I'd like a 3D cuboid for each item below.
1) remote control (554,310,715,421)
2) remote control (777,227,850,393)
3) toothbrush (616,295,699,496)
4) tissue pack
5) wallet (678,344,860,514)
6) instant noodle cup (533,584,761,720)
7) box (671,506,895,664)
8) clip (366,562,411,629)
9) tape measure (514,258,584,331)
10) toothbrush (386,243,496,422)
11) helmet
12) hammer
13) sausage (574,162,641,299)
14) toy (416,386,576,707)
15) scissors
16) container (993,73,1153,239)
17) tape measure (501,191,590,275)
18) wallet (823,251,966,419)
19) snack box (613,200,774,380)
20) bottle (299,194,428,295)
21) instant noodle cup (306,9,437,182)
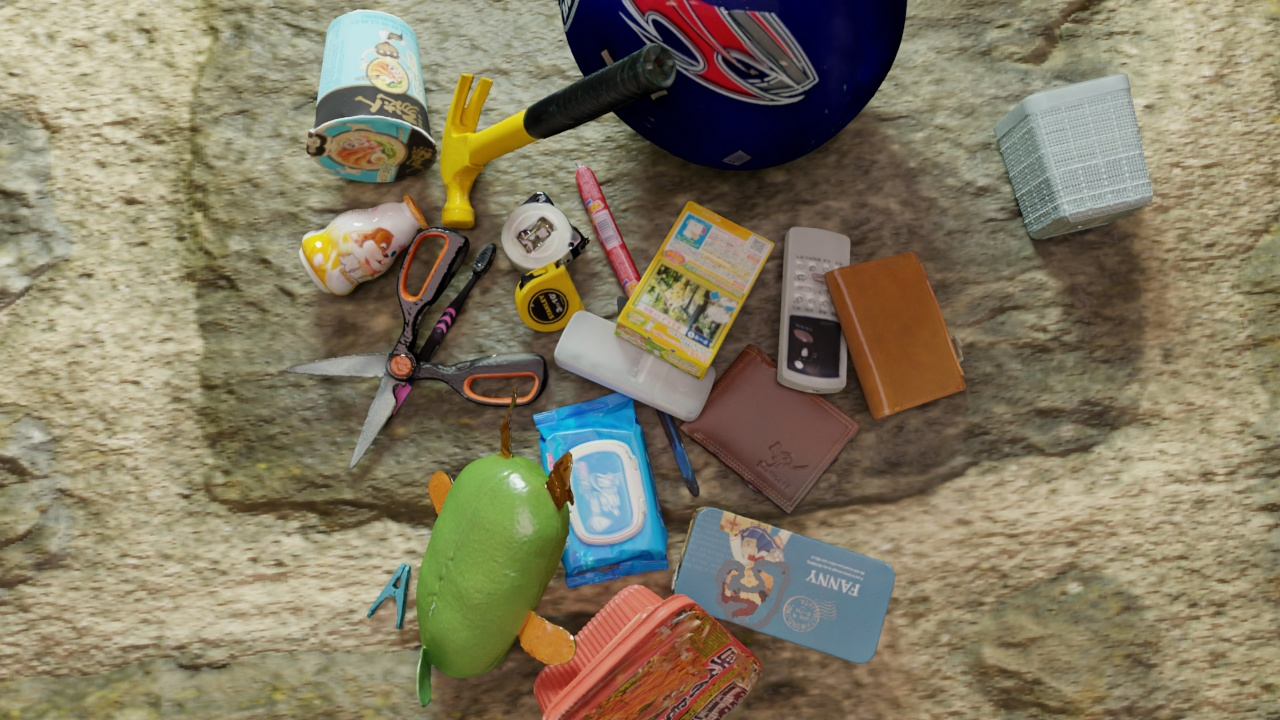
[{"bbox_3d":[-0.005,0.005,0.787,0.136,0.020,0.055,23,63,3],"label":"remote control"},{"bbox_3d":[0.151,-0.045,0.793,0.058,0.021,0.149,8,69,-7],"label":"remote control"},{"bbox_3d":[0.015,0.031,0.810,0.014,0.016,0.189,-20,85,-11],"label":"toothbrush"},{"bbox_3d":[-0.033,0.108,0.778,0.095,0.052,0.157,-12,82,-1],"label":"tissue pack"},{"bbox_3d":[0.111,0.059,0.793,0.124,0.032,0.101,38,87,7],"label":"wallet"},{"bbox_3d":[-0.004,0.253,0.714,0.164,0.189,0.079,-43,47,-6],"label":"instant noodle cup"},{"bbox_3d":[0.121,0.185,0.760,0.184,0.061,0.089,15,83,5],"label":"box"},{"bbox_3d":[-0.211,0.201,0.789,0.034,0.013,0.054,17,82,3],"label":"clip"},{"bbox_3d":[-0.082,-0.055,0.804,0.057,0.029,0.060,-25,126,-1],"label":"tape measure"},{"bbox_3d":[-0.180,-0.025,0.819,0.014,0.018,0.189,31,85,-1],"label":"toothbrush"},{"bbox_3d":[0.051,-0.296,0.729,0.315,0.248,0.239,41,67,-2],"label":"helmet"},{"bbox_3d":[-0.081,-0.190,0.726,0.032,0.301,0.128,2,87,-39],"label":"hammer"},{"bbox_3d":[-0.026,-0.110,0.825,0.020,0.020,0.156,-24,82,-2],"label":"sausage"},{"bbox_3d":[-0.116,0.152,0.731,0.227,0.089,0.247,42,113,44],"label":"toy"},{"bbox_3d":[-0.189,-0.006,0.805,0.221,0.021,0.234,16,92,-4],"label":"scissors"},{"bbox_3d":[0.374,-0.171,0.790,0.090,0.090,0.111,-13,84,0],"label":"container"},{"bbox_3d":[-0.090,-0.107,0.820,0.066,0.033,0.066,-44,82,-5],"label":"tape measure"},{"bbox_3d":[0.221,-0.025,0.786,0.107,0.031,0.131,-15,84,-26],"label":"wallet"},{"bbox_3d":[0.047,-0.062,0.793,0.087,0.034,0.140,28,66,5],"label":"snack box"},{"bbox_3d":[-0.242,-0.104,0.807,0.108,0.063,0.063,-31,82,-2],"label":"bottle"},{"bbox_3d":[-0.237,-0.236,0.809,0.111,0.111,0.120,-5,74,0],"label":"instant noodle cup"}]
